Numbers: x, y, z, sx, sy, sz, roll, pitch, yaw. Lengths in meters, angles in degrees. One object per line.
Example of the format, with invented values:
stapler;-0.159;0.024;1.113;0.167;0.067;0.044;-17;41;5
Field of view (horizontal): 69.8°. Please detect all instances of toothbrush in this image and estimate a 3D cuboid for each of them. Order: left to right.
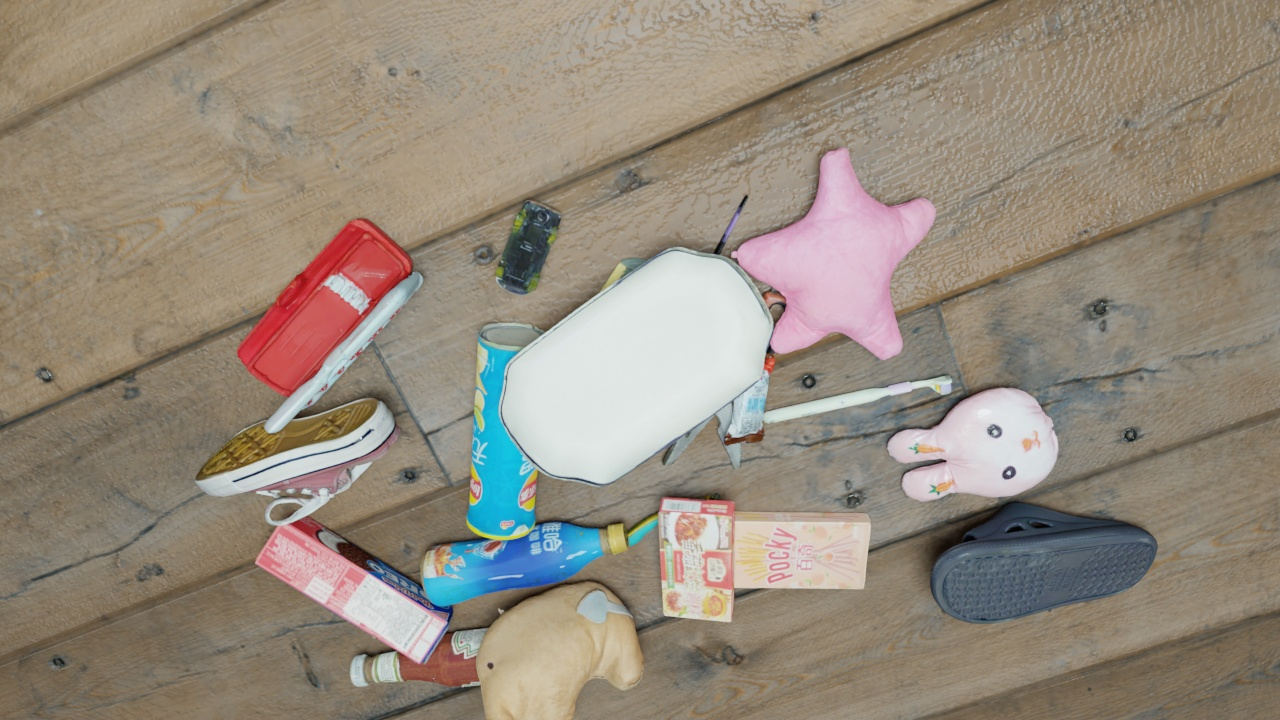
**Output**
toothbrush;0.056;-0.076;0.887;0.016;0.014;0.189;23;109;-14
toothbrush;0.218;0.041;0.927;0.189;0.029;0.020;-11;69;7

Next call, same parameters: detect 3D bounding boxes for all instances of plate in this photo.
plate;-0.005;0.005;0.856;0.266;0.034;0.162;-36;109;5

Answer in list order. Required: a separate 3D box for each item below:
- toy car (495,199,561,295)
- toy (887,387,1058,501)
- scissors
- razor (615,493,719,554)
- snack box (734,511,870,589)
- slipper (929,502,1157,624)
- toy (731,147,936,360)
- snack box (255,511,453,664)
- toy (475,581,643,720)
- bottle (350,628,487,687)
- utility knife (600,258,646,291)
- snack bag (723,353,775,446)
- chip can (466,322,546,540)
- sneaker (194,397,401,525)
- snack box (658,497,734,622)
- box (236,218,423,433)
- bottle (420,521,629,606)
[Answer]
toy car;-0.106;-0.105;0.867;0.042;0.035;0.091;22;110;-6
toy;0.337;0.092;0.930;0.160;0.054;0.121;-22;109;18
scissors;0.079;0.015;0.916;0.189;0.015;0.225;-27;117;4
razor;0.023;0.176;0.978;0.133;0.043;0.028;-27;100;18
snack box;0.164;0.204;0.988;0.157;0.026;0.084;0;111;1
slipper;0.410;0.205;0.964;0.267;0.083;0.111;-2;121;-17
toy;0.174;-0.097;0.845;0.178;0.074;0.195;7;108;-3
snack box;-0.301;0.242;0.979;0.207;0.057;0.058;34;89;-5
toy;-0.107;0.318;0.957;0.225;0.143;0.083;-26;150;-27
bottle;-0.222;0.338;1.031;0.206;0.059;0.060;-8;111;4
utility knife;-0.046;-0.029;0.910;0.031;0.019;0.179;31;113;-4
snack bag;0.108;0.041;0.909;0.045;0.026;0.105;-7;120;-19
chip can;-0.133;0.072;0.917;0.071;0.071;0.210;6;111;-2
sneaker;-0.334;0.106;0.914;0.241;0.118;0.088;-15;121;21
snack box;0.060;0.209;0.957;0.075;0.025;0.153;3;123;10
box;-0.304;-0.033;0.866;0.094;0.100;0.201;43;105;-14
bottle;-0.121;0.210;0.975;0.219;0.065;0.065;-12;111;6
